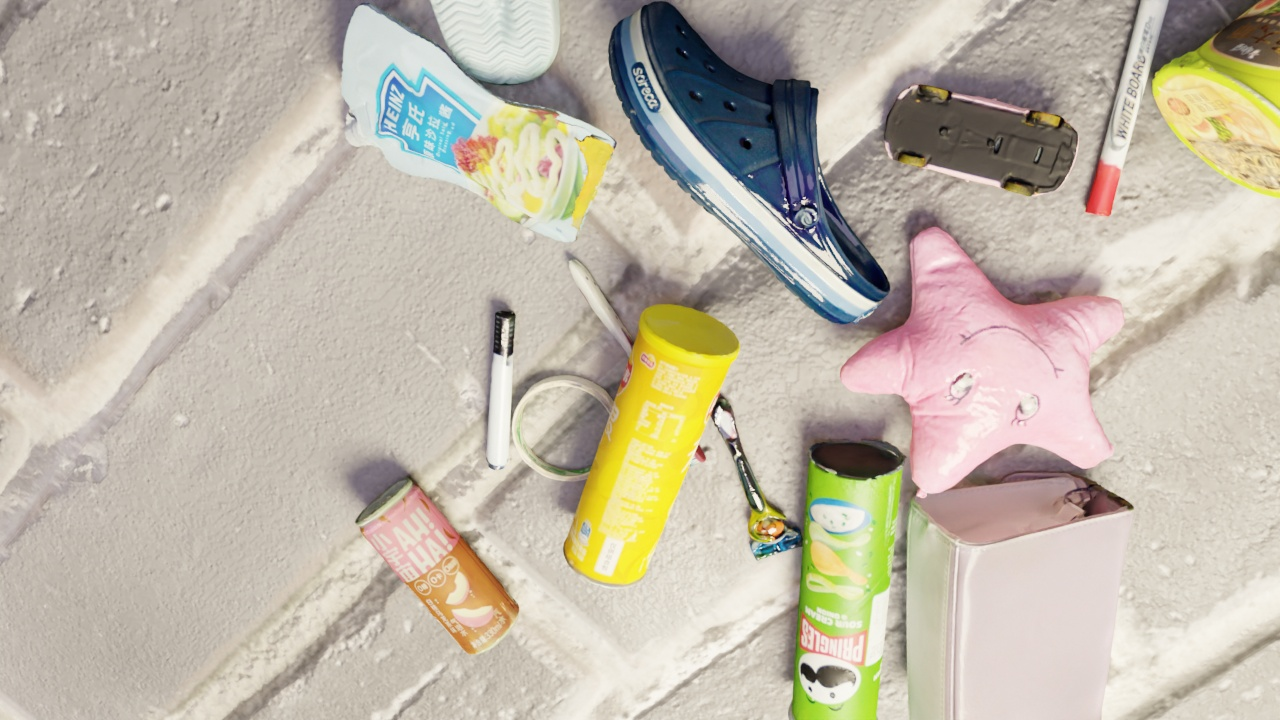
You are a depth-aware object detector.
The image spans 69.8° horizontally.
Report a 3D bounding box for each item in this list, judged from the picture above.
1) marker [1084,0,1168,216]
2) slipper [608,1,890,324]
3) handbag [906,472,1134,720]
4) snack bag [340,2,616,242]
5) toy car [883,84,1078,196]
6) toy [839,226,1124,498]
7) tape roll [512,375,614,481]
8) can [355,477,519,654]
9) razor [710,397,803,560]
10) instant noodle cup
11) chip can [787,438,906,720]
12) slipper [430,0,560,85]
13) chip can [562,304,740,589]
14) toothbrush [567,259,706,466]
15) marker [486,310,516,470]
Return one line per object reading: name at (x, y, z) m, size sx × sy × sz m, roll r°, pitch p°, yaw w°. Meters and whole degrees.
marker at (0.317, -0.167, 0.597) m, size 0.017 × 0.017 × 0.145 m, roll 7°, pitch 110°, yaw 4°
slipper at (0.083, -0.130, 0.588) m, size 0.095 × 0.105 × 0.253 m, roll -38°, pitch 103°, yaw 24°
handbag at (0.276, 0.191, 0.682) m, size 0.145 × 0.098 × 0.197 m, roll -7°, pitch 108°, yaw -8°
snack bag at (-0.116, -0.155, 0.629) m, size 0.191 × 0.038 × 0.111 m, roll 25°, pitch 144°, yaw -5°
toy car at (0.223, -0.146, 0.606) m, size 0.122 × 0.037 × 0.056 m, roll 18°, pitch 108°, yaw 13°
toy at (0.241, 0.019, 0.636) m, size 0.194 × 0.074 × 0.178 m, roll 24°, pitch 96°, yaw 0°
tape roll at (-0.057, 0.054, 0.716) m, size 0.086 × 0.013 × 0.086 m, roll 2°, pitch 109°, yaw 5°
can at (-0.163, 0.168, 0.744) m, size 0.058 × 0.057 × 0.147 m, roll -33°, pitch 102°, yaw 16°
razor at (0.085, 0.093, 0.710) m, size 0.043 × 0.022 × 0.143 m, roll -20°, pitch 105°, yaw 10°
instant noodle cup at (0.396, -0.179, 0.543) m, size 0.111 × 0.111 × 0.123 m, roll 43°, pitch 99°, yaw -9°
chip can at (0.157, 0.178, 0.706) m, size 0.072 × 0.072 × 0.236 m, roll 2°, pitch 108°, yaw 5°
slipper at (-0.104, -0.298, 0.574) m, size 0.104 × 0.074 × 0.246 m, roll -7°, pitch 124°, yaw 8°
chip can at (0.004, 0.067, 0.669) m, size 0.072 × 0.072 × 0.214 m, roll 19°, pitch 117°, yaw 0°
toothbrush at (-0.004, 0.004, 0.694) m, size 0.017 × 0.016 × 0.187 m, roll -27°, pitch 105°, yaw 24°
marker at (-0.107, 0.024, 0.709) m, size 0.018 × 0.022 × 0.131 m, roll 12°, pitch 112°, yaw 14°
